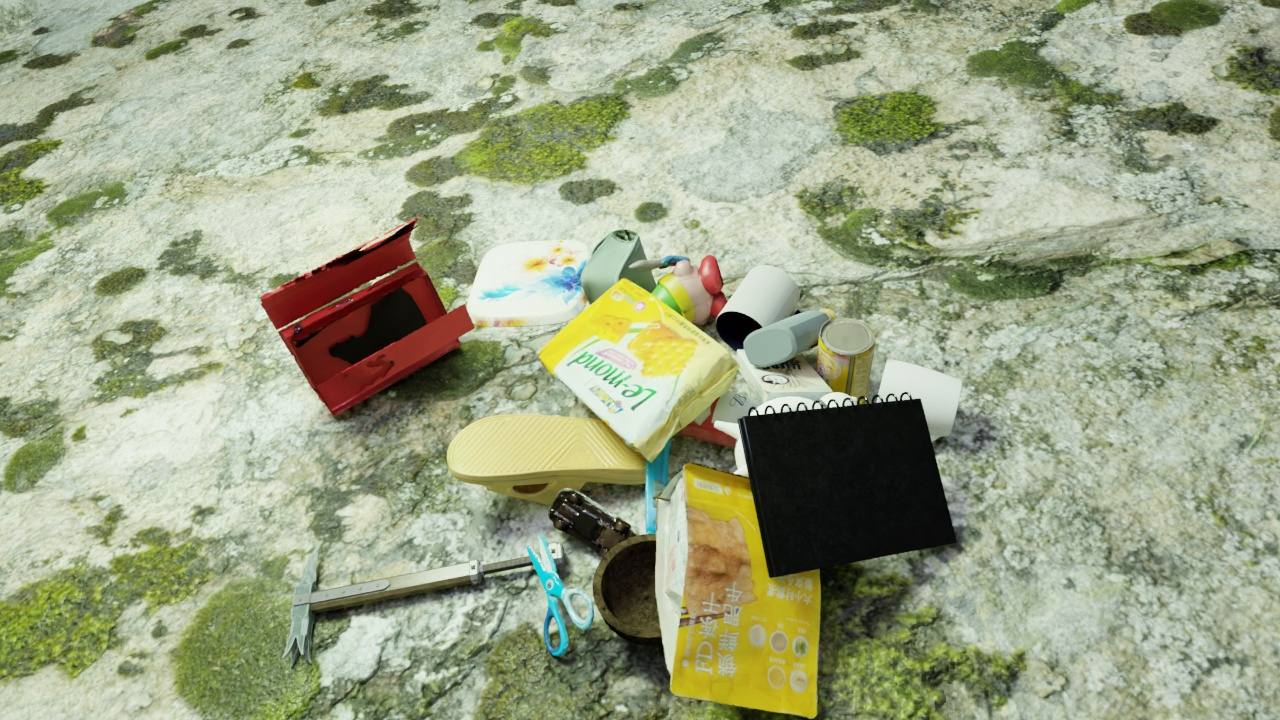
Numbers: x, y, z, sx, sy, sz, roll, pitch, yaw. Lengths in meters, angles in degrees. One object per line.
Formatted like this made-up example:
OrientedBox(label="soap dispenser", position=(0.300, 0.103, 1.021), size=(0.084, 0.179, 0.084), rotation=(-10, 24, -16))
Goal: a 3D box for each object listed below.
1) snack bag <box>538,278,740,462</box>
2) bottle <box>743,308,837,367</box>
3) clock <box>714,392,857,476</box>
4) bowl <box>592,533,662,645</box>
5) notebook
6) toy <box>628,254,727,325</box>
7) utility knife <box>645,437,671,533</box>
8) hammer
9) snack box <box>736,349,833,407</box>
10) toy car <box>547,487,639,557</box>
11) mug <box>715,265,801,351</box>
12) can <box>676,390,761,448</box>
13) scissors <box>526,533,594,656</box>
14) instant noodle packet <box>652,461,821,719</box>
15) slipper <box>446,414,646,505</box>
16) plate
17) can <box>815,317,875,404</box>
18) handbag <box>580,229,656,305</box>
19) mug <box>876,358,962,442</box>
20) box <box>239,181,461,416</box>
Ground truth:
OrientedBox(label="snack bag", position=(-0.007, 0.007, 1.113), size=(0.159, 0.068, 0.247), rotation=(-43, 48, -8))
OrientedBox(label="bottle", position=(0.199, -0.034, 1.151), size=(0.072, 0.046, 0.160), rotation=(-19, 1, 39))
OrientedBox(label="clock", position=(0.173, 0.105, 1.017), size=(0.161, 0.125, 0.073), rotation=(-13, 7, 1))
OrientedBox(label="bowl", position=(0.013, 0.249, 0.968), size=(0.121, 0.056, 0.121), rotation=(-3, 46, 3))
OrientedBox(label="notebook", position=(0.217, 0.122, 0.956), size=(0.231, 0.019, 0.169), rotation=(-4, 76, -25))
OrientedBox(label="toy", position=(0.049, -0.083, 1.233), size=(0.131, 0.124, 0.096), rotation=(-12, 41, 5))
OrientedBox(label="utility knife", position=(0.021, 0.158, 1.055), size=(0.031, 0.015, 0.208), rotation=(3, 62, -3))
OrientedBox(label="hammer", position=(-0.240, 0.246, 1.045), size=(0.317, 0.028, 0.146), rotation=(-11, 46, 1))
OrientedBox(label="snack box", position=(0.173, 0.021, 1.123), size=(0.082, 0.026, 0.150), rotation=(0, 19, -7))
OrientedBox(label="toy car", position=(-0.052, 0.189, 1.048), size=(0.113, 0.040, 0.048), rotation=(30, 92, 17))
OrientedBox(label="mug", position=(0.171, -0.058, 1.226), size=(0.112, 0.079, 0.096), rotation=(35, 57, 3))
OrientedBox(label="can", position=(0.108, 0.071, 1.113), size=(0.170, 0.067, 0.067), rotation=(13, 51, 23))
OrientedBox(label="scissors", position=(-0.099, 0.252, 0.990), size=(0.014, 0.090, 0.141), rotation=(12, 27, -45))
OrientedBox(label="instant noodle packet", position=(0.098, 0.231, 0.909), size=(0.163, 0.084, 0.221), rotation=(18, 51, -22))
OrientedBox(label="slipper", position=(-0.100, 0.122, 1.105), size=(0.263, 0.079, 0.099), rotation=(1, 47, -11))
OrientedBox(label="plate", position=(-0.167, -0.123, 1.392), size=(0.187, 0.016, 0.186), rotation=(-2, 46, 10))
OrientedBox(label="can", position=(0.248, 0.005, 1.119), size=(0.068, 0.105, 0.067), rotation=(-3, 47, 3))
OrientedBox(label="handbag", position=(-0.024, -0.103, 1.268), size=(0.067, 0.122, 0.105), rotation=(6, 51, 29))
OrientedBox(label="mug", position=(0.321, 0.062, 1.080), size=(0.088, 0.081, 0.114), rotation=(14, 82, 15))
OrientedBox(label="box", position=(-0.374, -0.085, 1.196), size=(0.210, 0.316, 0.124), rotation=(-31, 60, -19))
